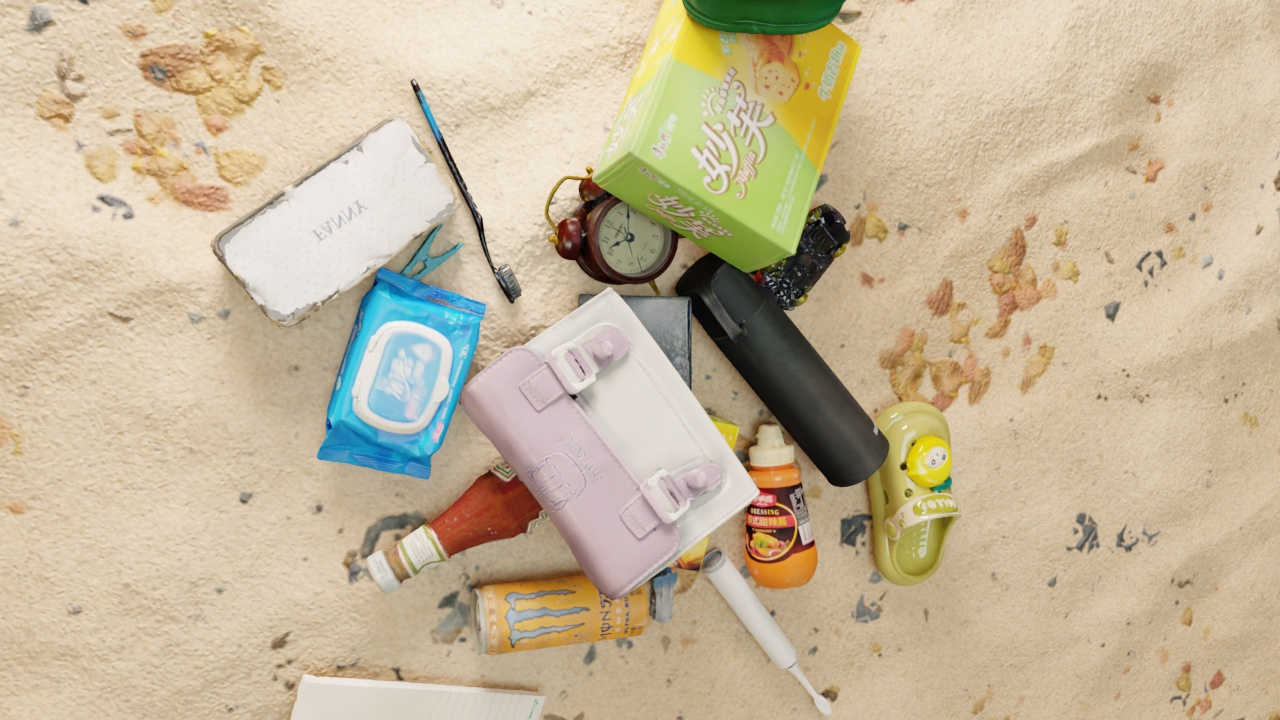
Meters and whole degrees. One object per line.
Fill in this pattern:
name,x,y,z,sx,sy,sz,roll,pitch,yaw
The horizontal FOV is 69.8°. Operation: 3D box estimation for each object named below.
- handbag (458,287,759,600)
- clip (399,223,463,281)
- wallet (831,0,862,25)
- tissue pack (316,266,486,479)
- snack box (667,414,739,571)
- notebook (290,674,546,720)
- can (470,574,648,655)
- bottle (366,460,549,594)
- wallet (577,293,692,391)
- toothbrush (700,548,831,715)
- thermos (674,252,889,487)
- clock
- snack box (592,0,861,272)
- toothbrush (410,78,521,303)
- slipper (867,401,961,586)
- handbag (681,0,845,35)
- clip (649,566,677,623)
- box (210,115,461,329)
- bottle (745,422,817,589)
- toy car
handbag,-0.025,0.064,0.703,0.144,0.098,0.197,-36,88,-12
clip,-0.168,-0.081,0.726,0.039,0.014,0.055,44,84,-20
wallet,0.123,-0.320,0.737,0.087,0.024,0.115,-19,73,-45
tissue pack,-0.186,0.015,0.714,0.095,0.052,0.157,18,93,-21
snack box,0.028,0.113,0.818,0.087,0.034,0.140,14,93,-22
notebook,-0.197,0.342,0.776,0.209,0.012,0.150,14,98,-27
can,-0.069,0.215,0.787,0.146,0.058,0.058,-2,100,-19
bottle,-0.124,0.124,0.752,0.206,0.060,0.060,-29,107,-12
wallet,-0.005,0.005,0.771,0.097,0.019,0.121,2,101,17
toothbrush,0.126,0.267,0.881,0.027,0.026,0.221,-36,109,1
thermos,0.125,0.015,0.807,0.069,0.089,0.242,-34,112,23
clock,-0.023,-0.107,0.749,0.122,0.055,0.082,29,89,-23
snack box,0.074,-0.199,0.730,0.157,0.070,0.209,27,71,-22
toothbrush,-0.137,-0.132,0.728,0.016,0.014,0.189,-27,106,-15
slipper,0.274,0.135,0.884,0.091,0.082,0.191,-9,105,-21
handbag,0.092,-0.304,0.669,0.131,0.068,0.120,2,66,-4
clip,0.020,0.215,0.839,0.027,0.045,0.058,-4,109,-22
box,-0.217,-0.108,0.681,0.184,0.060,0.090,-37,109,-12
bottle,0.125,0.131,0.842,0.066,0.067,0.149,-7,94,-18
toy car,0.147,-0.094,0.824,0.049,0.031,0.106,46,75,-21
